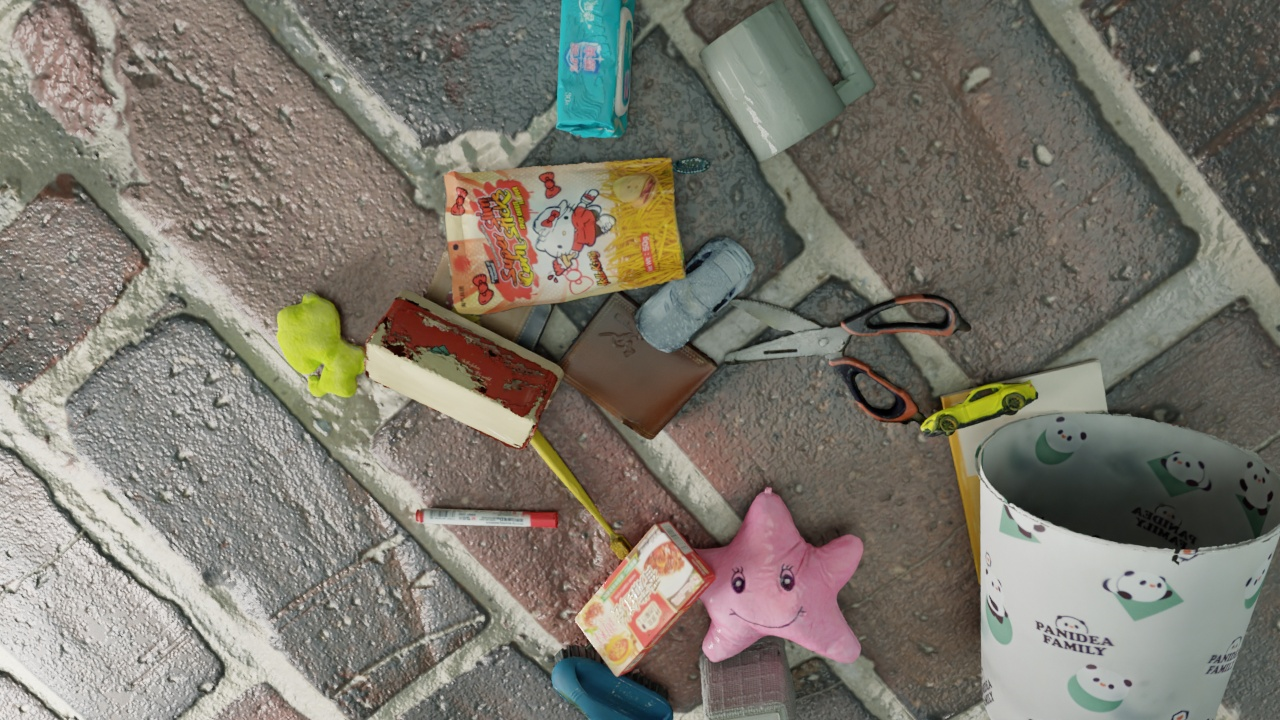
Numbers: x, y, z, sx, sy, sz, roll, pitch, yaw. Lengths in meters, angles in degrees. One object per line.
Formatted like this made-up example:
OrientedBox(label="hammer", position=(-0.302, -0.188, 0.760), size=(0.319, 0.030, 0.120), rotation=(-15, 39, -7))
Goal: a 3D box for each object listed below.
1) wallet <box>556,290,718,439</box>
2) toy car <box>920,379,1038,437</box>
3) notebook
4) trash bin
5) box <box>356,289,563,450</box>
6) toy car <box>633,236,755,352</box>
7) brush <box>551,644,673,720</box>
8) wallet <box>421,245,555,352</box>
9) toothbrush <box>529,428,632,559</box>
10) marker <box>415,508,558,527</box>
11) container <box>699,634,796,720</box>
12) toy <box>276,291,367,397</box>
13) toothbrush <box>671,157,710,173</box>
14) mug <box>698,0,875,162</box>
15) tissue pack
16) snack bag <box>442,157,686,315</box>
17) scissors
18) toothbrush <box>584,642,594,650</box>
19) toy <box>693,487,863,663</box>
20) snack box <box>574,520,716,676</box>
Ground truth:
OrientedBox(label="wallet", position=(-0.005, 0.005, 0.864), size=(0.124, 0.032, 0.101), rotation=(37, 104, -8))
OrientedBox(label="toy car", position=(0.305, 0.043, 0.831), size=(0.105, 0.048, 0.032), rotation=(-22, 76, 11))
OrientedBox(label="notebook", position=(0.378, 0.111, 0.874), size=(0.146, 0.010, 0.206), rotation=(-14, 106, 9))
OrientedBox(label="trash bin", position=(0.400, 0.204, 0.787), size=(0.230, 0.229, 0.252), rotation=(-2, 112, 5))
OrientedBox(label="box", position=(-0.165, 0.017, 0.836), size=(0.168, 0.078, 0.092), rotation=(26, 150, -4))
OrientedBox(label="toy car", position=(0.049, -0.059, 0.827), size=(0.120, 0.037, 0.054), rotation=(-43, 99, 0))
OrientedBox(label="brush", position=(-0.028, 0.349, 0.942), size=(0.144, 0.073, 0.055), rotation=(33, 104, -15))
OrientedBox(label="wallet", position=(-0.139, -0.057, 0.856), size=(0.115, 0.033, 0.090), rotation=(26, 108, 0))
OrientedBox(label="toothbrush", position=(-0.068, 0.125, 0.912), size=(0.016, 0.016, 0.190), rotation=(-34, 101, 13))
OrientedBox(label="marker", position=(-0.156, 0.159, 0.930), size=(0.145, 0.017, 0.017), rotation=(1, 107, 5))
OrientedBox(label="container", position=(0.109, 0.344, 0.914), size=(0.090, 0.114, 0.090), rotation=(-13, 105, 8))
OrientedBox(label="toy", position=(-0.309, -0.012, 0.883), size=(0.100, 0.031, 0.097), rotation=(30, 109, -5))
OrientedBox(label="toothbrush", position=(-0.034, -0.169, 0.819), size=(0.192, 0.018, 0.016), rotation=(-3, 91, 5))
OrientedBox(label="mug", position=(0.123, -0.241, 0.760), size=(0.123, 0.084, 0.103), rotation=(-36, 101, -14))
OrientedBox(label="tissue pack", position=(-0.034, -0.251, 0.755), size=(0.050, 0.093, 0.133), rotation=(6, 108, 7))
OrientedBox(label="snack bag", position=(-0.068, -0.112, 0.805), size=(0.208, 0.073, 0.128), rotation=(-6, 96, 3))
OrientedBox(label="scissors", position=(0.193, -0.013, 0.849), size=(0.189, 0.015, 0.226), rotation=(-42, 100, 15))
OrientedBox(label="toothbrush", position=(-0.021, 0.278, 0.958), size=(0.017, 0.012, 0.186), rotation=(42, 105, -14))
OrientedBox(label="toy", position=(0.118, 0.209, 0.893), size=(0.195, 0.074, 0.178), rotation=(-2, 96, 15))
OrientedBox(label="snack box", position=(0.002, 0.236, 0.908), size=(0.075, 0.025, 0.153), rotation=(49, 116, 24))
